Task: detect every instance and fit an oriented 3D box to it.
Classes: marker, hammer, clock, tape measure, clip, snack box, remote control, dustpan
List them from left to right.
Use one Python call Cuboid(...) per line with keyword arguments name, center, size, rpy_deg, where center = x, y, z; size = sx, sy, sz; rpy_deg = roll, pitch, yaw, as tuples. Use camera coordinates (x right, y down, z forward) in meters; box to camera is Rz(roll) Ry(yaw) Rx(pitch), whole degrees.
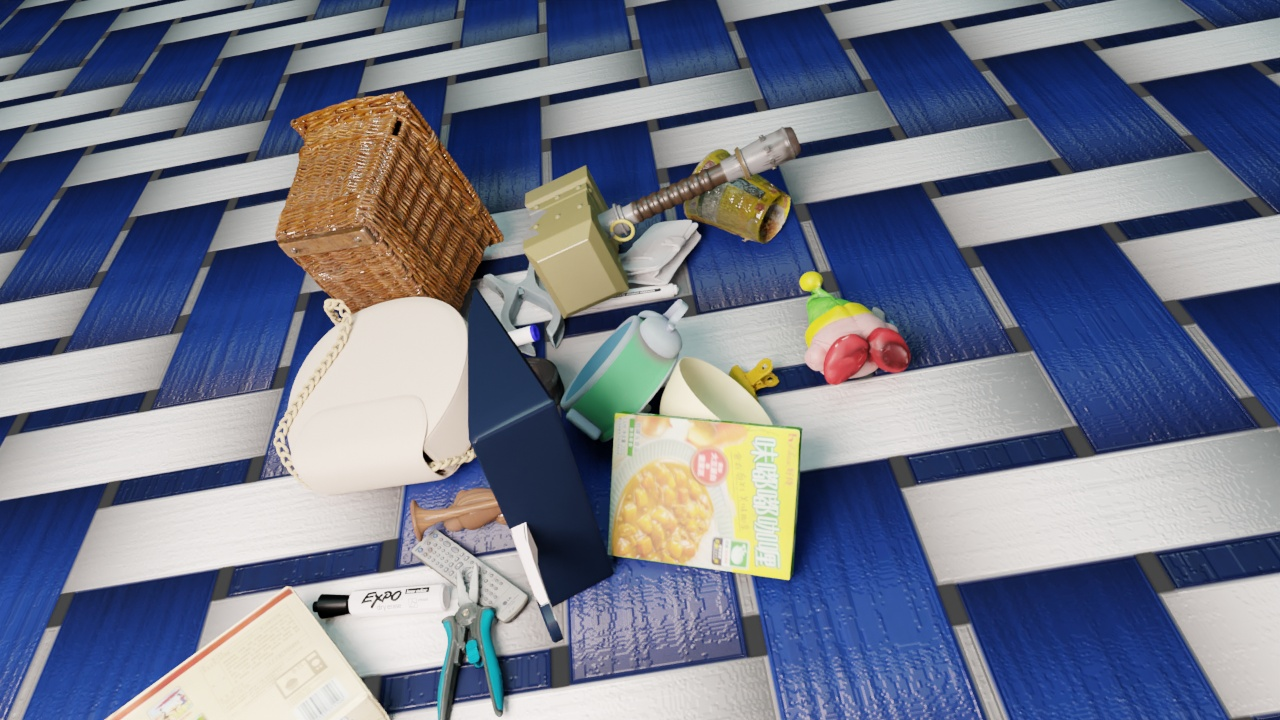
Cuboid(name="snack box", center=(-0.335, 0.307, 0.749), size=(0.207, 0.055, 0.153), rpy_deg=(-37, 49, -24))
Cuboid(name="marker", center=(-0.238, 0.221, 0.839), size=(0.126, 0.025, 0.025), rpy_deg=(-6, 44, 7))
Cuboid(name="remote control", center=(-0.159, 0.199, 0.852), size=(0.137, 0.013, 0.033), rpy_deg=(26, 55, 33))
Cuboid(name="marker", center=(-0.184, -0.013, 1.054), size=(0.142, 0.020, 0.020), rpy_deg=(-15, 42, 14))
Cuboid(name="dustpan", center=(-0.093, 0.110, 0.767), size=(0.080, 0.237, 0.273), rpy_deg=(-27, 45, -14))
Cuboid(name="tape measure", center=(-0.121, 0.030, 1.000), size=(0.072, 0.042, 0.071), rpy_deg=(15, 49, 31))
Cuboid(name="clip", center=(-0.123, -0.072, 1.117), size=(0.108, 0.028, 0.163), rpy_deg=(-22, 46, -11))
Cuboid(name="marker", center=(-0.020, -0.075, 1.104), size=(0.133, 0.017, 0.020), rpy_deg=(-8, 80, 5))
Cuboid(name="clock", center=(-0.005, 0.005, 0.925), size=(0.161, 0.075, 0.122), rpy_deg=(-49, 9, 4))
Cuboid(name="hammer", center=(0.031, -0.191, 1.077), size=(0.325, 0.101, 0.190), rpy_deg=(-23, 33, 10))
Cuboid(name="snack box", center=(0.055, 0.118, 0.817), size=(0.168, 0.132, 0.027), rpy_deg=(4, 3, 16))
Cuboid(name="clip", center=(0.121, 0.017, 0.967), size=(0.046, 0.035, 0.053), rpy_deg=(-24, 43, -1))

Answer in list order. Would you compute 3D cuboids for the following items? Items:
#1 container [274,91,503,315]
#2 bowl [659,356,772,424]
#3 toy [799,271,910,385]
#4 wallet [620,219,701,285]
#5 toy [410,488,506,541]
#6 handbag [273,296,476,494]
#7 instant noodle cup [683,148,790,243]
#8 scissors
Cuboid(name="container", center=(-0.302, -0.153, 1.085), size=(0.162, 0.250, 0.182), rpy_deg=(-6, 53, 21))
Cuboid(name="bowl", center=(0.062, 0.063, 0.892), size=(0.074, 0.118, 0.118), rpy_deg=(-51, 40, 21))
Cuboid(name="toy", center=(0.218, -0.037, 0.962), size=(0.124, 0.097, 0.131), rpy_deg=(-15, 24, -12))
Cuboid(name="wallet", center=(0.018, -0.137, 1.135), size=(0.086, 0.032, 0.116), rpy_deg=(0, 39, 30))
Cuboid(name="toy", center=(-0.164, 0.144, 0.883), size=(0.102, 0.055, 0.041), rpy_deg=(-13, 80, 2))
Cuboid(name="handbag", center=(-0.265, 0.031, 0.959), size=(0.211, 0.103, 0.208), rpy_deg=(-10, 54, 17))
Cuboid(name="instant noodle cup", center=(0.125, -0.201, 1.153), size=(0.108, 0.102, 0.102), rpy_deg=(33, 59, 27))
Cuboid(name="scissors", center=(-0.146, 0.249, 0.788), size=(0.149, 0.019, 0.122), rpy_deg=(31, 67, 36))
